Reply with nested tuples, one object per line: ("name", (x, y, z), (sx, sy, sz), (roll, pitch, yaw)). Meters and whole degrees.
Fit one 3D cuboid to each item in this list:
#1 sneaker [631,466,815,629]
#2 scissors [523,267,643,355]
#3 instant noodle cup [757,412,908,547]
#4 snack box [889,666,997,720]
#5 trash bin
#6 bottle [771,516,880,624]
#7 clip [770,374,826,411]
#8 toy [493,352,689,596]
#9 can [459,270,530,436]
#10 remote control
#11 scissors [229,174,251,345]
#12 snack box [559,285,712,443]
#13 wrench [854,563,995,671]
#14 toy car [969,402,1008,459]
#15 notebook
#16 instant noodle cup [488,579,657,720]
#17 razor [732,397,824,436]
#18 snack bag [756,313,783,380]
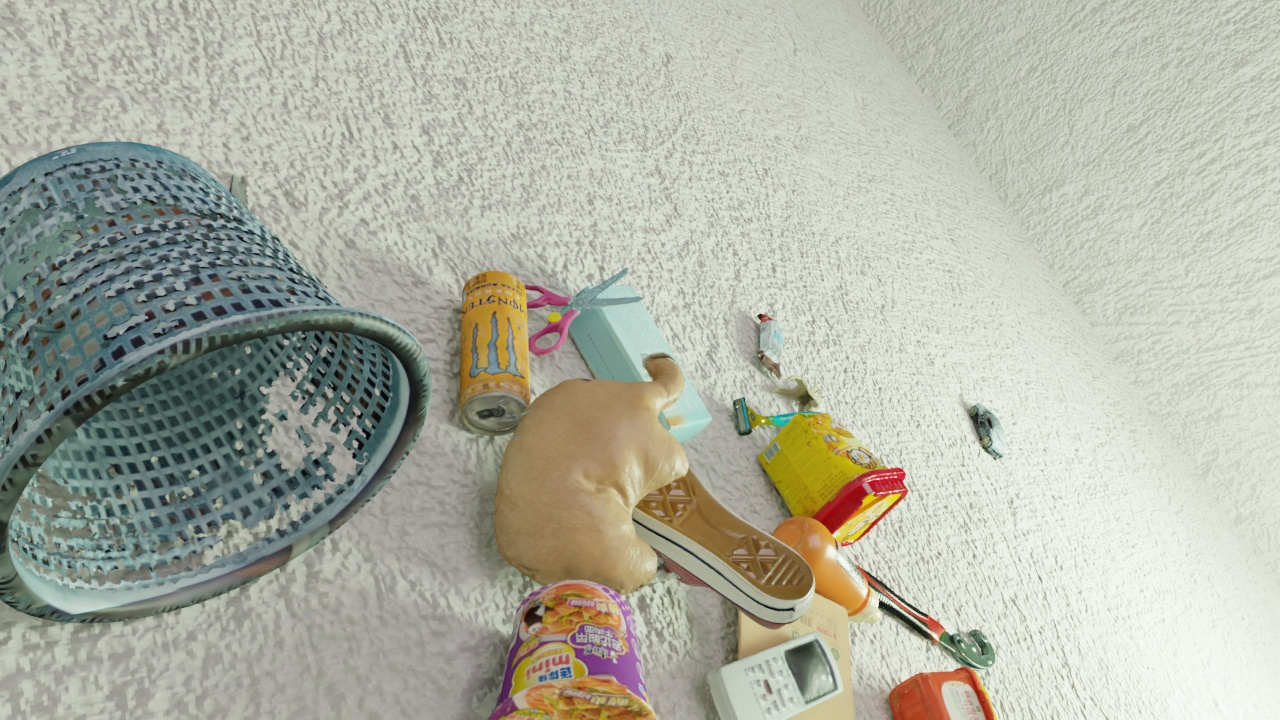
("sneaker", (0.033, 0.152, 0.780), (0.241, 0.088, 0.118), (34, 39, 22))
("scissors", (-0.067, -0.060, 0.888), (0.135, 0.017, 0.108), (-38, 64, -20))
("instant noodle cup", (0.203, 0.126, 0.995), (0.116, 0.116, 0.123), (3, 42, -48))
("snack box", (0.296, 0.350, 0.893), (0.080, 0.082, 0.091), (15, 44, -27))
("trash bin", (-0.261, -0.005, 0.505), (0.226, 0.227, 0.195), (-6, 48, -52))
("bottle", (0.193, 0.220, 0.926), (0.149, 0.067, 0.066), (43, 32, -21))
("clip", (0.206, 0.056, 1.136), (0.102, 0.035, 0.095), (27, 33, -42))
("toy", (-0.034, 0.072, 0.721), (0.143, 0.083, 0.225), (24, 62, -9))
("can", (-0.125, -0.009, 0.786), (0.058, 0.058, 0.145), (25, 39, -32))
("remote control", (0.118, 0.273, 0.777), (0.149, 0.021, 0.058), (-2, 63, -45))
("scissors", (-0.297, -0.078, 0.702), (0.133, 0.014, 0.175), (39, 31, -13))
("snack box", (-0.005, 0.005, 0.919), (0.074, 0.052, 0.174), (-6, 61, -54))
("wrench", (0.312, 0.288, 1.033), (0.273, 0.016, 0.056), (32, 36, -24))
("toy car", (0.579, 0.115, 1.517), (0.049, 0.031, 0.105), (26, 39, -30))
("notebook", (0.139, 0.291, 0.810), (0.147, 0.008, 0.207), (31, 44, -26))
("instant noodle cup", (-0.044, 0.211, 0.616), (0.111, 0.112, 0.099), (34, 27, -22))
("razor", (0.163, 0.066, 1.060), (0.132, 0.028, 0.043), (1, 66, -32))
("snack bag", (0.167, -0.021, 1.175), (0.045, 0.026, 0.105), (44, 32, -23))
